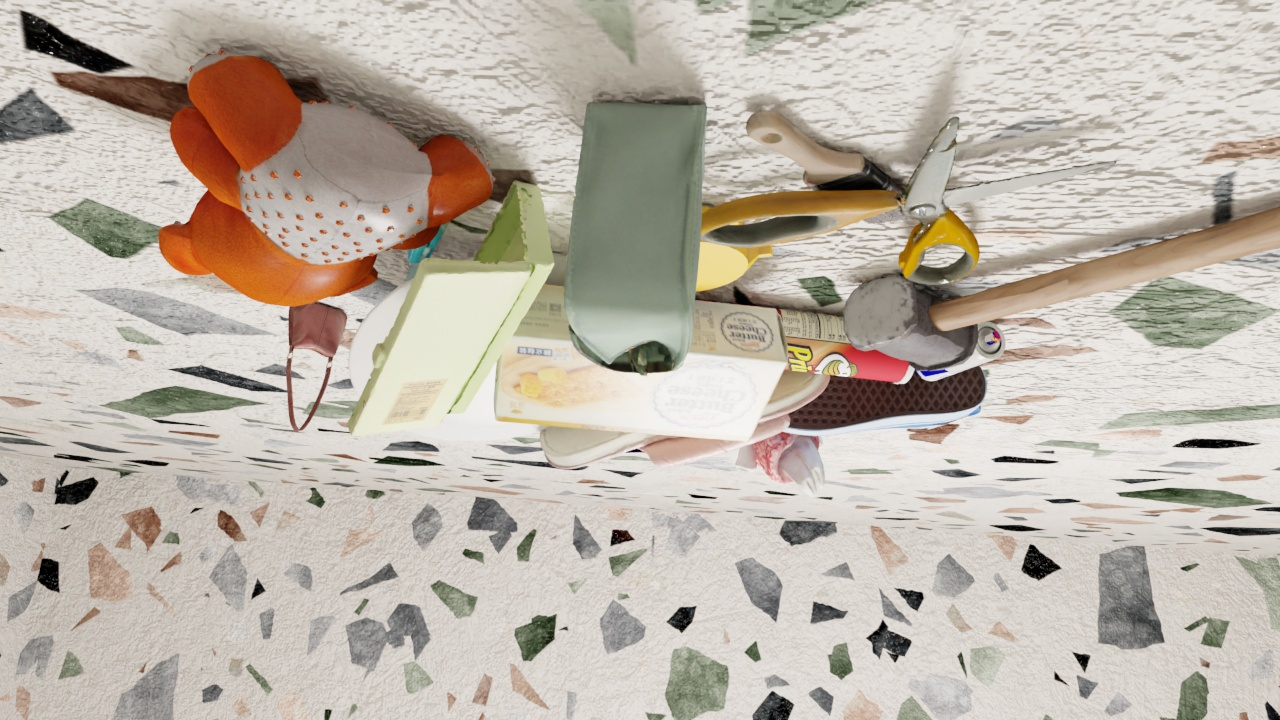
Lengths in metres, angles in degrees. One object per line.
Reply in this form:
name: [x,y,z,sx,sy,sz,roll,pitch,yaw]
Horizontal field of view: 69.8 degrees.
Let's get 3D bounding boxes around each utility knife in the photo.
utility knife: [-0.158,-0.082,0.673,0.022,0.015,0.162,-18,176,-21]

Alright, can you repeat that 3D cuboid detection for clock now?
clock: [0.016,-0.070,0.612,0.130,0.043,0.099,-11,160,26]

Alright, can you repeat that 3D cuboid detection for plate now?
plate: [-0.111,0.002,0.750,0.242,0.016,0.243,-11,144,-8]

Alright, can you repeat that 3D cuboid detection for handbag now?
handbag: [-0.308,0.007,0.852,0.055,0.119,0.029,18,161,-42]
handbag: [-0.002,-0.062,0.479,0.067,0.121,0.106,3,166,6]

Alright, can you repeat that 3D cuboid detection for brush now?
brush: [0.108,-0.103,0.504,0.039,0.012,0.151,-10,162,41]

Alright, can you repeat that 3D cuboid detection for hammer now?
hammer: [0.285,-0.052,0.597,0.098,0.052,0.329,16,159,-37]

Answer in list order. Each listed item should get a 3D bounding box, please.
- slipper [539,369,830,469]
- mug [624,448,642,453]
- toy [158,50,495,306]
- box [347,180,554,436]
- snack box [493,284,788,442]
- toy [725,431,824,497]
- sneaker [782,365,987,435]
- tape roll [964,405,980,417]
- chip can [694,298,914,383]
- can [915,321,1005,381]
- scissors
slipper: [0.039,0.047,0.837,0.275,0.114,0.054,-15,128,15]
mug: [-0.041,0.037,0.932,0.111,0.096,0.079,16,162,-39]
toy: [-0.187,-0.090,0.520,0.163,0.092,0.173,13,152,-38]
box: [-0.116,-0.020,0.595,0.066,0.127,0.189,40,135,1]
snack box: [-0.004,0.004,0.696,0.208,0.057,0.104,6,139,-9]
toy: [0.126,0.080,0.962,0.158,0.084,0.194,-24,-155,-23]
sneaker: [0.203,0.037,0.891,0.241,0.083,0.098,0,165,6]
tape roll: [0.329,0.047,1.015,0.093,0.016,0.091,11,164,-25]
chip can: [0.117,-0.018,0.759,0.214,0.051,0.052,6,166,-6]
can: [0.273,-0.006,0.792,0.032,0.032,0.095,8,165,-13]
scissors: [0.139,-0.081,0.522,0.230,0.016,0.225,-2,165,13]
